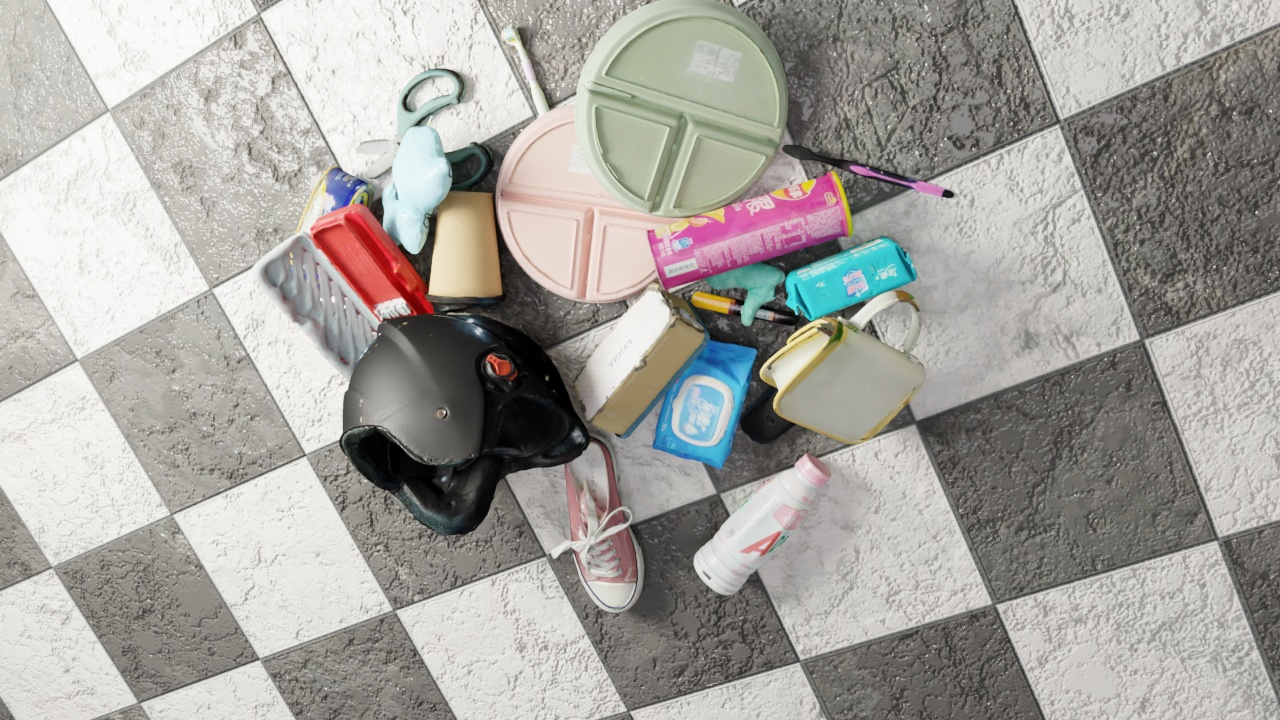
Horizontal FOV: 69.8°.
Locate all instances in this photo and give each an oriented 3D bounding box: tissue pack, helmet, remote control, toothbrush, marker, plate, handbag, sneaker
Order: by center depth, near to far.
[{"bbox_3d":[0.047,-0.255,0.954,0.230,0.027,0.230,-5,118,-10],"label":"plate"},{"bbox_3d":[0.217,-0.086,0.972,0.133,0.093,0.050,-20,100,10],"label":"tissue pack"},{"bbox_3d":[0.234,-0.002,0.978,0.163,0.063,0.179,22,122,-36],"label":"handbag"},{"bbox_3d":[0.243,-0.203,0.984,0.189,0.017,0.014,17,110,3],"label":"toothbrush"},{"bbox_3d":[-0.112,-0.281,1.033,0.020,0.029,0.189,-27,104,-23],"label":"toothbrush"},{"bbox_3d":[-0.054,-0.173,1.036,0.229,0.028,0.230,2,109,7],"label":"plate"},{"bbox_3d":[-0.201,0.056,1.046,0.274,0.234,0.230,-5,63,-14],"label":"helmet"},{"bbox_3d":[0.120,-0.059,1.052,0.124,0.015,0.018,13,106,6],"label":"marker"},{"bbox_3d":[0.173,0.048,1.066,0.053,0.024,0.137,44,110,-4],"label":"remote control"},{"bbox_3d":[0.074,0.048,1.073,0.095,0.052,0.157,17,109,7],"label":"tissue pack"},{"bbox_3d":[-0.054,0.211,1.131,0.118,0.087,0.241,-5,104,13],"label":"sneaker"}]

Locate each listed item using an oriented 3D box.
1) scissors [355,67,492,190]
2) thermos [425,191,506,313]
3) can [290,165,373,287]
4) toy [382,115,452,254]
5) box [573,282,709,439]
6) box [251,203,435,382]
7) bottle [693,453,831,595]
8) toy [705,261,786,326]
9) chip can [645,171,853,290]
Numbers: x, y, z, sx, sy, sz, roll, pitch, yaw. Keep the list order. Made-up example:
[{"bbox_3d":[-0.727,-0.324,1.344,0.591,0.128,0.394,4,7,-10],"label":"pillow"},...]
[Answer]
[{"bbox_3d":[-0.248,-0.244,1.073,0.177,0.019,0.172,-37,97,18],"label":"scissors"},{"bbox_3d":[-0.203,-0.123,1.067,0.093,0.093,0.143,3,99,11],"label":"thermos"},{"bbox_3d":[-0.371,-0.155,1.097,0.049,0.074,0.148,28,109,0],"label":"can"},{"bbox_3d":[-0.253,-0.197,1.032,0.161,0.049,0.156,24,115,48],"label":"toy"},{"bbox_3d":[-0.006,0.006,1.052,0.063,0.089,0.185,23,118,-34],"label":"box"},{"bbox_3d":[-0.334,-0.076,1.079,0.160,0.063,0.201,-28,128,3],"label":"box"},{"bbox_3d":[0.147,0.193,1.095,0.068,0.068,0.197,39,107,-1],"label":"bottle"},{"bbox_3d":[0.116,-0.090,1.032,0.092,0.030,0.096,18,97,7],"label":"toy"},{"bbox_3d":[0.115,-0.137,0.983,0.211,0.071,0.071,-16,102,8],"label":"chip can"}]
